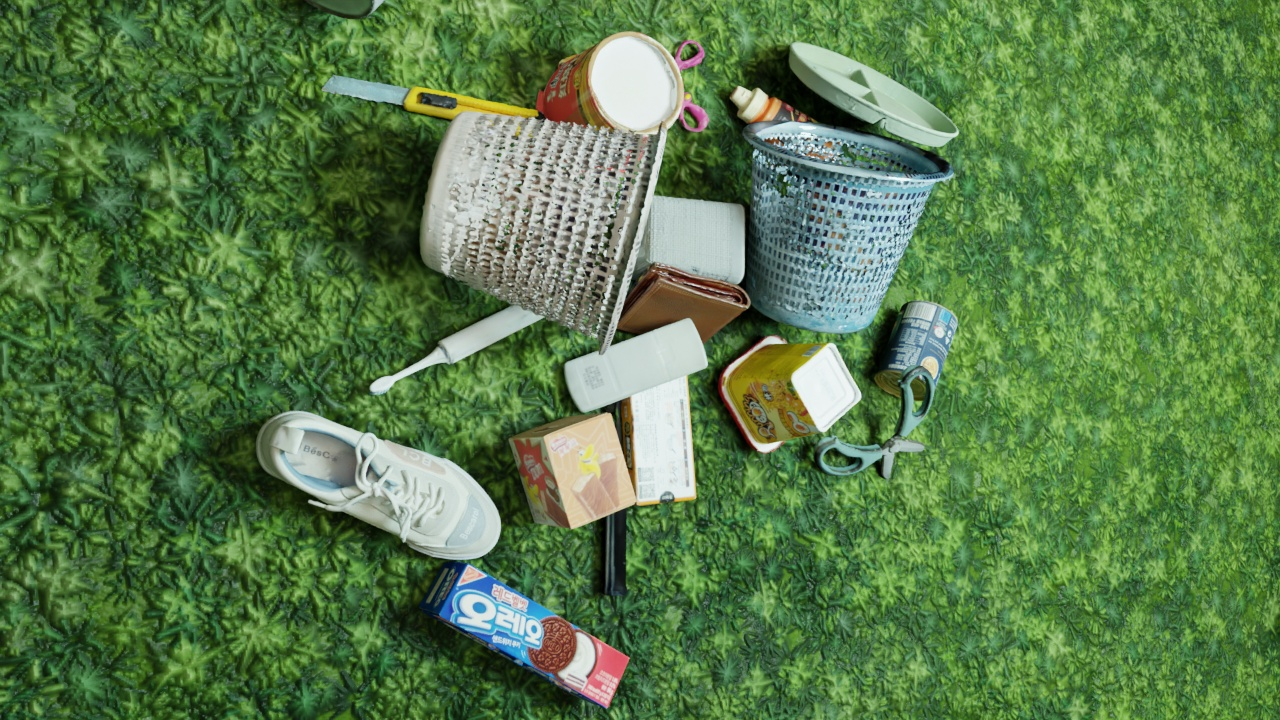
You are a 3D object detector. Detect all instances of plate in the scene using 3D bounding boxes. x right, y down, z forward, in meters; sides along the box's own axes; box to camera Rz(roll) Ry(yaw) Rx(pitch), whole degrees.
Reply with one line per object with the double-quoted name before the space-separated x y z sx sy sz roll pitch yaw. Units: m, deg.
"plate" 0.279 -0.322 1.115 0.230 0.028 0.229 20 31 -13

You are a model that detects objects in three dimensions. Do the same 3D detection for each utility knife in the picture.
"utility knife" -0.199 -0.255 0.922 0.230 0.015 0.033 5 77 -24

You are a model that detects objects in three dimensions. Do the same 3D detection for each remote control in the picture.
"remote control" -0.006 0.006 0.973 0.150 0.021 0.058 -20 87 -5

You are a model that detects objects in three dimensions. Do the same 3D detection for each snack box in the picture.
"snack box" -0.111 0.269 0.898 0.207 0.057 0.058 36 66 -21
"snack box" -0.069 0.109 0.916 0.076 0.093 0.094 -18 94 -29
"snack box" 0.019 0.079 1.007 0.075 0.026 0.153 -1 85 -29

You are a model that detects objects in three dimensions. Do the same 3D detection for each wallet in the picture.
"wallet" 0.043 -0.056 0.995 0.124 0.101 0.032 13 55 -27

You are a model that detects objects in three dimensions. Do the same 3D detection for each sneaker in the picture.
"sneaker" -0.224 0.113 0.832 0.242 0.091 0.089 30 72 -24

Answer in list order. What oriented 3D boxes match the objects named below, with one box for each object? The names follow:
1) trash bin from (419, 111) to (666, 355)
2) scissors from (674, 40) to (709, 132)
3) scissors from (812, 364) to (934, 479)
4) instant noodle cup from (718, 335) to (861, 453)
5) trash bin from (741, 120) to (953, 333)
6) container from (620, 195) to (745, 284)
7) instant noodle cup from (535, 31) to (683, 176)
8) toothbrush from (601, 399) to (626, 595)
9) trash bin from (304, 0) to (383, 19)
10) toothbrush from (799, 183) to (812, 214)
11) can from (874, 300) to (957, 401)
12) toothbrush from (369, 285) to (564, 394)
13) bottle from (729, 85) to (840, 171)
"trash bin" -0.095 -0.137 0.864 0.192 0.228 0.227 15 77 -5
"scissors" 0.035 -0.327 1.067 0.133 0.017 0.136 40 72 -16
"scissors" 0.292 0.080 1.121 0.174 0.019 0.170 0 119 -23
"instant noodle cup" 0.172 0.035 1.041 0.115 0.124 0.116 -36 102 -28
"trash bin" 0.207 -0.145 1.024 0.226 0.226 0.195 -6 119 -30
"container" 0.043 -0.128 1.009 0.114 0.090 0.090 5 82 -25
"instant noodle cup" -0.025 -0.273 0.968 0.137 0.109 0.138 2 86 -27
"toothbrush" -0.028 0.141 0.977 0.026 0.027 0.212 22 66 -72
"trash bin" -0.242 -0.463 0.815 0.229 0.230 0.251 37 73 -21
"toothbrush" 0.215 -0.216 1.158 0.014 0.018 0.189 31 74 -22
"can" 0.354 -0.014 1.176 0.075 0.075 0.111 33 70 -22
"toothbrush" -0.170 -0.019 0.912 0.220 0.026 0.026 -30 74 -28
"bottle" 0.171 -0.283 1.114 0.149 0.067 0.066 33 70 -15
